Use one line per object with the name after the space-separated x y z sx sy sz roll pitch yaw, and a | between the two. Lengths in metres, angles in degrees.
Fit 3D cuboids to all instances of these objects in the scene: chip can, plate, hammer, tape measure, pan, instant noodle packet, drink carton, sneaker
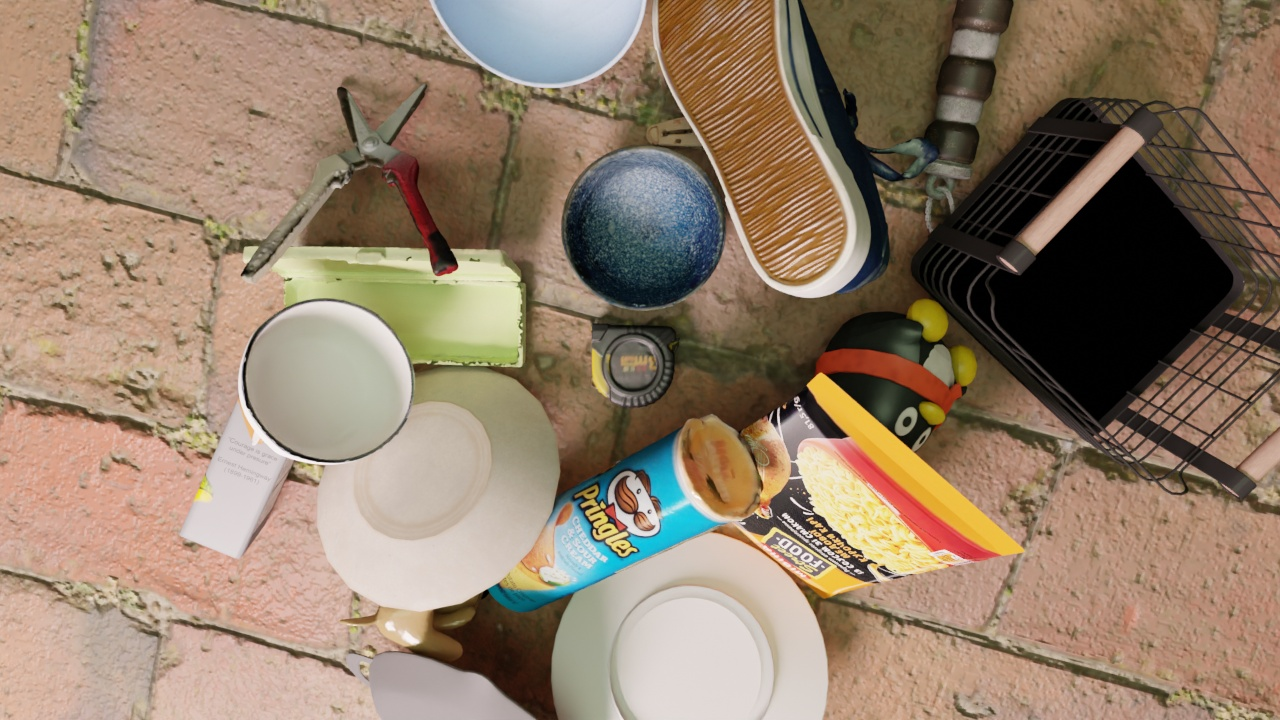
-0.021 0.114 0.650 0.230 0.079 0.080 -33 97 38 | chip can
0.038 0.231 0.685 0.208 0.015 0.208 0 73 -1 | plate
0.233 -0.246 0.622 0.177 0.079 0.327 10 105 2 | hammer
-0.004 0.004 0.691 0.067 0.038 0.062 1 91 0 | tape measure
-0.153 0.083 0.664 0.189 0.027 0.188 -6 62 11 | plate
-0.071 0.313 0.674 0.354 0.024 0.217 25 139 9 | pan
0.126 0.099 0.629 0.160 0.221 0.032 41 60 -3 | instant noodle packet
-0.296 0.079 0.702 0.048 0.076 0.125 26 102 -11 | drink carton
0.105 -0.180 0.626 0.121 0.127 0.294 -27 74 35 | sneaker

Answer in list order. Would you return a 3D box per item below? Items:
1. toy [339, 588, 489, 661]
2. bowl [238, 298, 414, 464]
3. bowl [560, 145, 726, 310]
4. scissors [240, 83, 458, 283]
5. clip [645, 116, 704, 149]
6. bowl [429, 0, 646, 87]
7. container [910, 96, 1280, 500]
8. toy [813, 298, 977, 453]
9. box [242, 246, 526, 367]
-0.166 0.176 0.696 0.105 0.108 0.134 3 99 -10 | toy
-0.224 0.019 0.643 0.116 0.066 0.116 9 74 -32 | bowl
0.002 -0.095 0.662 0.114 0.060 0.114 0 98 2 | bowl
-0.201 -0.116 0.637 0.179 0.015 0.198 -30 64 -11 | scissors
0.034 -0.163 0.660 0.061 0.041 0.024 -5 97 -1 | clip
-0.064 -0.270 0.619 0.150 0.074 0.151 6 134 6 | bowl
0.317 -0.042 0.592 0.241 0.130 0.163 39 99 -17 | container
0.168 0.026 0.645 0.097 0.100 0.119 41 63 -39 | toy
-0.180 -0.049 0.683 0.188 0.064 0.131 1 141 5 | box
